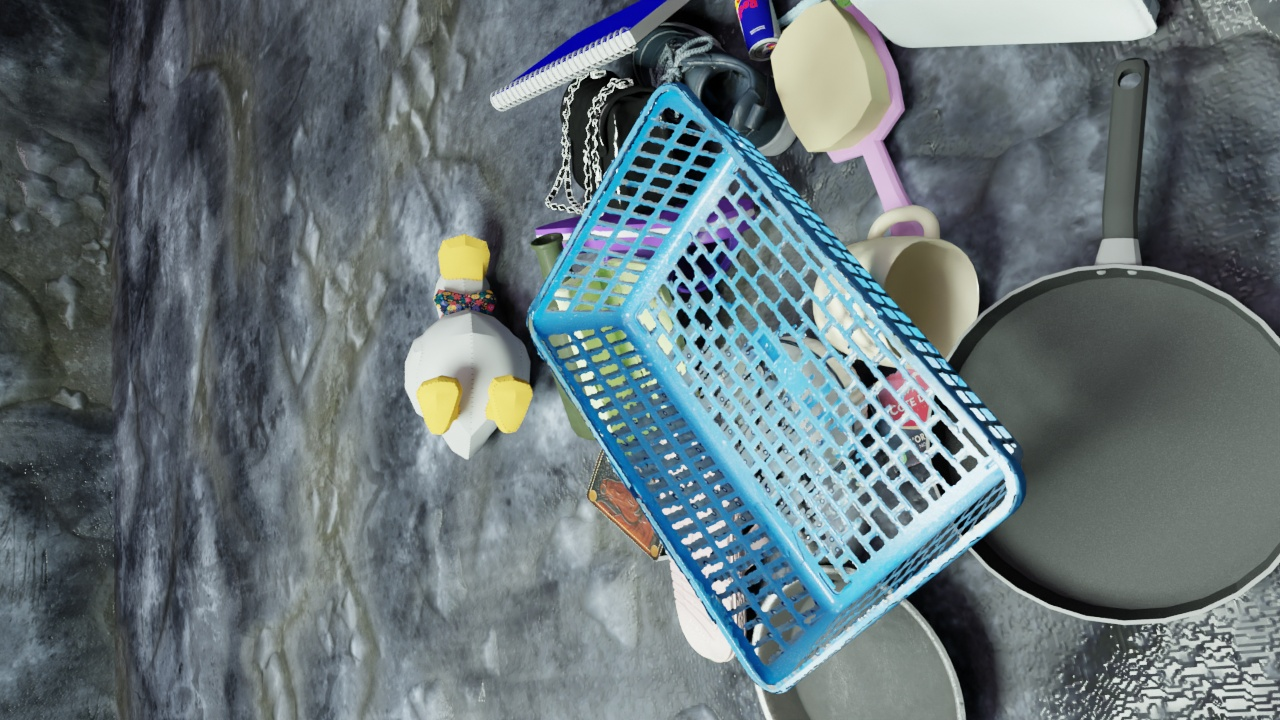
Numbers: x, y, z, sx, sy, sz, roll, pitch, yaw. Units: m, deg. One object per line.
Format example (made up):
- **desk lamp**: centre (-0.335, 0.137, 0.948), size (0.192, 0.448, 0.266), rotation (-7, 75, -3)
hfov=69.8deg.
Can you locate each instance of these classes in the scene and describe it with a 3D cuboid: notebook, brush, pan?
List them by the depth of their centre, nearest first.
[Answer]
- **pan**: centre (0.305, -0.013, 0.590), size (0.226, 0.034, 0.356), rotation (5, 90, 39)
- **pan**: centre (0.144, 0.168, 0.714), size (0.188, 0.055, 0.356), rotation (-20, 79, 45)
- **brush**: centre (0.175, -0.186, 0.746), size (0.089, 0.043, 0.228), rotation (-36, 64, 45)
- **notebook**: centre (-0.041, -0.323, 0.925), size (0.210, 0.171, 0.022), rotation (-6, 124, 46)

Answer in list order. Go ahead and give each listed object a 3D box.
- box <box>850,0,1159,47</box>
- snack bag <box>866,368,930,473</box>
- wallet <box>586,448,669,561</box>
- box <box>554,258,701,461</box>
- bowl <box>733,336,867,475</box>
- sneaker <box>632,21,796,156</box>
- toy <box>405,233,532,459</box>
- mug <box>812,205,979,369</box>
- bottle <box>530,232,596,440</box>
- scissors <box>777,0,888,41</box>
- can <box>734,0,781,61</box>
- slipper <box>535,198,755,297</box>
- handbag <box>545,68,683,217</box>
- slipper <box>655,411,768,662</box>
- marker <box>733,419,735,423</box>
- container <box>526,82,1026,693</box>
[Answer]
- **box**: centre (0.249, -0.253, 0.648), size (0.216, 0.122, 0.083), rotation (27, 129, 49)
- **snack bag**: centre (0.241, 0.023, 0.685), size (0.156, 0.018, 0.074), rotation (-35, 63, 40)
- **wallet**: centre (-0.004, 0.140, 0.925), size (0.123, 0.019, 0.072), rotation (36, 115, 42)
- **box**: centre (-0.013, 0.005, 0.843), size (0.092, 0.083, 0.188), rotation (13, 129, 51)
- **bowl**: centre (0.138, 0.032, 0.747), size (0.118, 0.062, 0.118), rotation (21, 121, 39)
- **sneaker**: centre (0.051, -0.261, 0.858), size (0.235, 0.087, 0.089), rotation (41, 115, 40)
- **toy**: centre (-0.202, -0.001, 1.070), size (0.267, 0.140, 0.247), rotation (-117, 30, -60)
- **mug**: centre (0.185, -0.056, 0.692), size (0.100, 0.096, 0.120), rotation (13, 95, 63)
- **bottle**: centre (-0.061, -0.024, 0.894), size (0.071, 0.071, 0.207), rotation (14, 130, 46)
- **scissors**: centre (0.167, -0.320, 0.796), size (0.172, 0.024, 0.159), rotation (-27, 73, 46)
- **can**: centre (0.104, -0.322, 0.838), size (0.032, 0.032, 0.095), rotation (-26, 69, 41)
- **slipper**: centre (0.007, -0.099, 0.884), size (0.267, 0.107, 0.084), rotation (5, 112, 46)
- **handbag**: centre (-0.039, -0.211, 0.884), size (0.153, 0.114, 0.125), rotation (-126, 25, -60)
- **slipper**: centre (0.070, 0.150, 0.819), size (0.094, 0.064, 0.239), rotation (13, 113, 48)
- **marker**: centre (0.089, 0.057, 0.833), size (0.133, 0.027, 0.023), rotation (-51, 53, 32)
- **container**: centre (0.082, 0.014, 0.655), size (0.362, 0.089, 0.258), rotation (55, 131, 24)
